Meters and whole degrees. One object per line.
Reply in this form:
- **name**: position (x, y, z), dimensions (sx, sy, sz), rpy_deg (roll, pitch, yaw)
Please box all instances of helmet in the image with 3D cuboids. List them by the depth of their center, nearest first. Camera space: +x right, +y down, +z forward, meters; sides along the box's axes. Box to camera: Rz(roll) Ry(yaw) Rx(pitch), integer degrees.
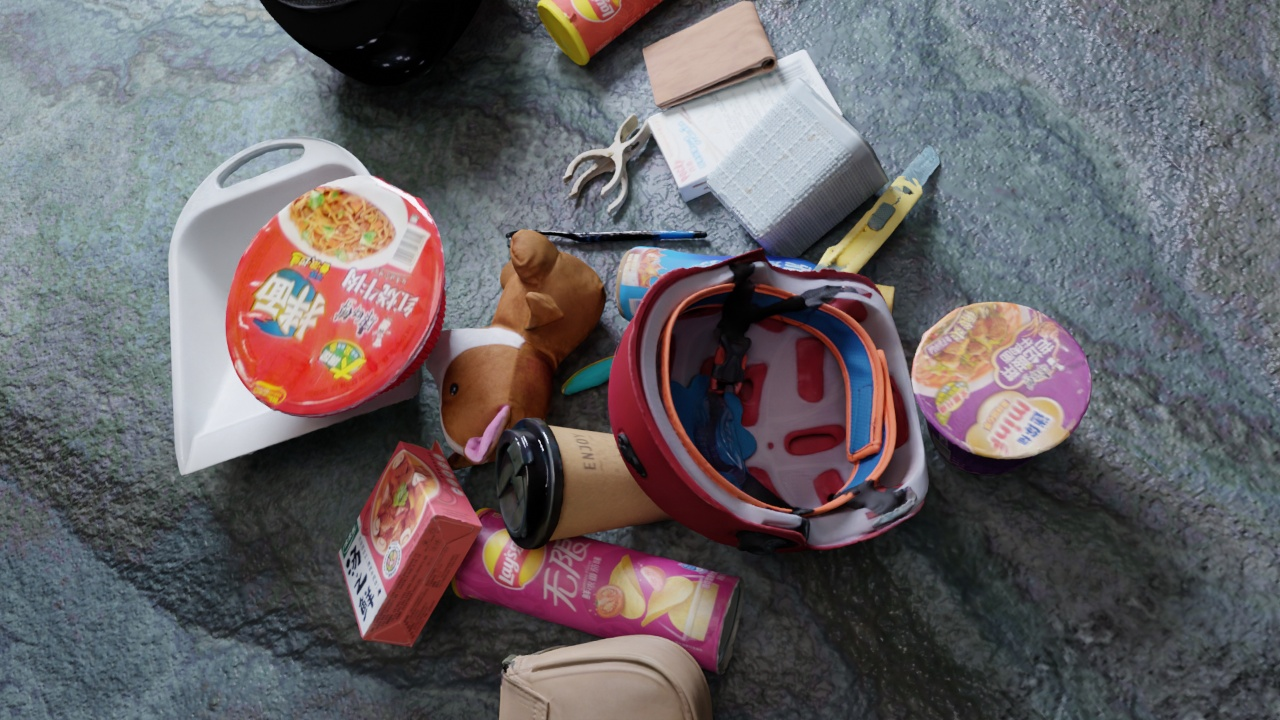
- **helmet**: position (0.070, 0.040, 0.639), dimensions (0.239, 0.144, 0.206), rpy_deg (6, 63, -27)
- **helmet**: position (-0.256, -0.410, 0.887), dimensions (0.233, 0.230, 0.274), rpy_deg (16, 63, 11)

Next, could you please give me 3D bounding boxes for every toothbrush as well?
- **toothbrush**: position (-0.034, -0.109, 0.825), dimensions (0.190, 0.014, 0.016), rpy_deg (1, 70, 14)

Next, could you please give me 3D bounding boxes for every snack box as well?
- **snack box**: position (-0.182, 0.131, 0.702), dimensions (0.113, 0.044, 0.127), rpy_deg (-60, 37, 11)
- **snack box**: position (0.094, -0.212, 0.824), dimensions (0.157, 0.027, 0.084), rpy_deg (-23, 65, 5)

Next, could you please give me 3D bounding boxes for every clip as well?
- **clip**: position (-0.037, -0.184, 0.845), dimensions (0.092, 0.035, 0.103), rpy_deg (3, 65, 15)

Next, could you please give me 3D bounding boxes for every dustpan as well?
- **dustpan**: position (-0.314, -0.069, 0.791), dimensions (0.223, 0.143, 0.257), rpy_deg (-19, 40, 7)

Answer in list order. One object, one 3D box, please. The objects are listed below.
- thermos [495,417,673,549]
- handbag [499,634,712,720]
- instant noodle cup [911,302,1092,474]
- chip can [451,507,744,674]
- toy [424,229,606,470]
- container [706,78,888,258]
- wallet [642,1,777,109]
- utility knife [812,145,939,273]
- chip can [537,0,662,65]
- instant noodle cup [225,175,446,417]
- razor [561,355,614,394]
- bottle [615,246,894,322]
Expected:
- **thermos**: position (-0.037, 0.089, 0.673), dimensions (0.143, 0.093, 0.093), rpy_deg (3, 61, -31)
- **handbag**: position (-0.025, 0.286, 0.610), dimensions (0.148, 0.099, 0.204), rpy_deg (5, 87, 12)
- **instant noodle cup**: position (0.249, 0.028, 0.647), dimensions (0.112, 0.099, 0.111), rpy_deg (-6, 68, 14)
- **chip can**: position (-0.033, 0.168, 0.680), dimensions (0.211, 0.071, 0.071), rpy_deg (11, 72, 19)
- **toy**: position (-0.110, -0.005, 0.746), dimensions (0.130, 0.140, 0.199), rpy_deg (19, 77, -7)
- **container**: position (0.125, -0.149, 0.749), dimensions (0.111, 0.090, 0.090), rpy_deg (-42, 64, 12)
- **wallet**: position (0.062, -0.282, 0.850), dimensions (0.115, 0.020, 0.101), rpy_deg (-19, 48, 12)
- **utility knife**: position (0.195, -0.117, 0.738), dimensions (0.031, 0.020, 0.195), rpy_deg (38, 55, 9)
- **chip can**: position (0.005, -0.380, 0.891), dimensions (0.216, 0.073, 0.073), rpy_deg (-38, 64, -3)
- **instant noodle cup**: position (-0.223, -0.043, 0.716), dimensions (0.194, 0.066, 0.193), rpy_deg (-6, 71, 18)
- **razor**: position (-0.005, 0.004, 0.763), dimensions (0.133, 0.043, 0.028), rpy_deg (-17, 47, 14)
- **bottle**: position (0.091, -0.054, 0.740), dimensions (0.219, 0.065, 0.065), rpy_deg (5, 70, 17)
